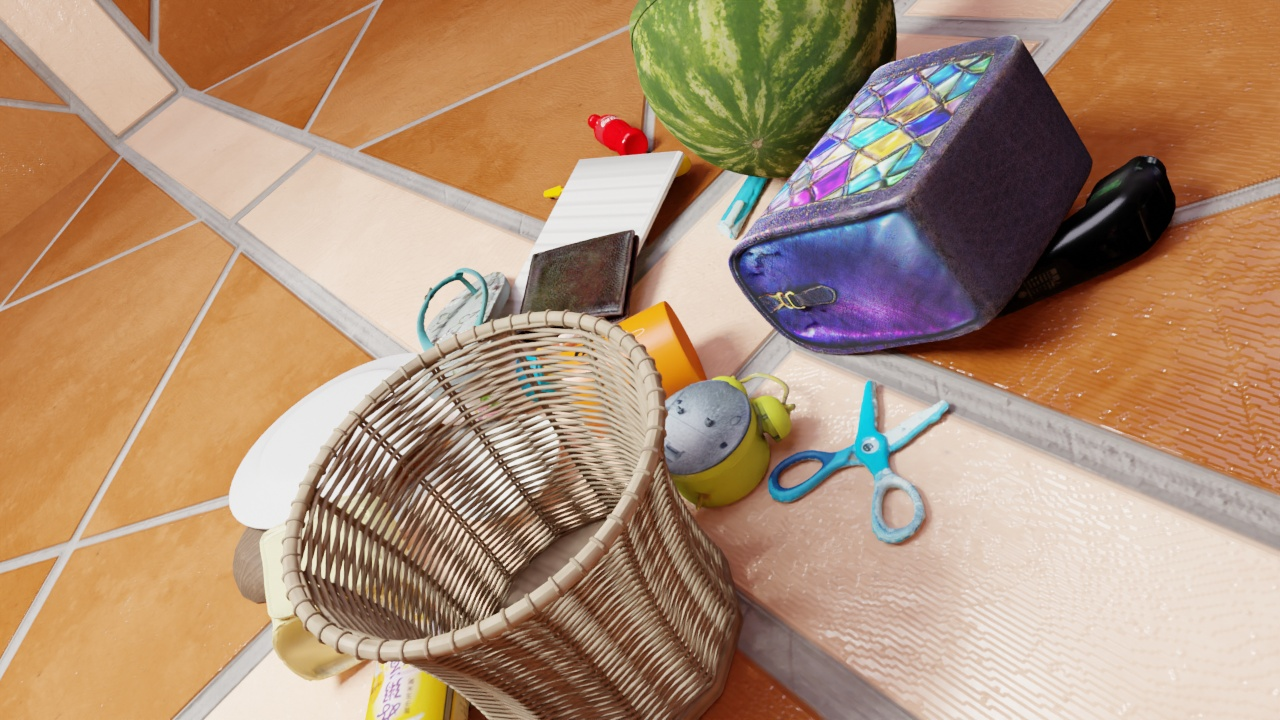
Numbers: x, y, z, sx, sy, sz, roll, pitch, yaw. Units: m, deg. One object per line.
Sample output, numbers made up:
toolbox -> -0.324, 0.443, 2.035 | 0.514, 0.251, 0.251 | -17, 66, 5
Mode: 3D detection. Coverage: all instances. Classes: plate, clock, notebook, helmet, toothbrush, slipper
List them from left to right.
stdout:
plate -> -0.296, 0.066, 0.896 | 0.243, 0.016, 0.242 | -19, 33, 13
slipper -> -0.179, -0.038, 0.871 | 0.098, 0.055, 0.268 | -33, 23, 8
plate -> -0.107, 0.093, 0.757 | 0.104, 0.026, 0.104 | -19, 42, 18
notebook -> -0.051, -0.125, 0.930 | 0.143, 0.009, 0.209 | 6, 63, 40
toothbrush -> -0.030, -0.198, 1.001 | 0.197, 0.030, 0.031 | -4, 73, 35
clock -> 0.058, 0.051, 0.660 | 0.119, 0.057, 0.083 | -46, 39, -14
helmet -> 0.112, -0.280, 0.818 | 0.214, 0.243, 0.246 | -27, 36, 46

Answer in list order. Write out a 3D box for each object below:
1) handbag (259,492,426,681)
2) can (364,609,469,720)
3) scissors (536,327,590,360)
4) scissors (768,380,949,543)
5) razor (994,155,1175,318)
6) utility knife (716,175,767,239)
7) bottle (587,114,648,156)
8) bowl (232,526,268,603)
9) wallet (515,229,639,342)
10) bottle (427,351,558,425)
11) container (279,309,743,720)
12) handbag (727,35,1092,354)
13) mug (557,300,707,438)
handbag -> -0.238, 0.171, 0.727 | 0.111, 0.081, 0.119 | -28, 35, -12
can -> -0.148, 0.229, 0.613 | 0.068, 0.068, 0.104 | -21, 40, 16
scissors -> -0.039, -0.023, 0.780 | 0.064, 0.013, 0.127 | -28, -5, 31
scissors -> 0.144, 0.067, 0.619 | 0.138, 0.011, 0.133 | -13, 46, 27
razor -> 0.299, -0.082, 0.639 | 0.151, 0.054, 0.067 | -34, 28, 11
utility knife -> 0.121, -0.184, 0.893 | 0.022, 0.015, 0.180 | 25, 60, 15
bottle -> -0.031, -0.263, 1.063 | 0.036, 0.036, 0.119 | -38, 38, -5
bowl -> -0.330, 0.162, 0.840 | 0.118, 0.030, 0.117 | -20, 41, 18
wallet -> -0.059, -0.069, 0.867 | 0.120, 0.031, 0.099 | -12, 55, 28
bottle -> -0.120, 0.021, 0.821 | 0.146, 0.051, 0.051 | -16, 42, 22
container -> -0.057, 0.118, 0.550 | 0.227, 0.196, 0.226 | -16, 41, 15
handbag -> 0.183, -0.116, 0.680 | 0.204, 0.125, 0.222 | -51, 23, -20
mug -> -0.004, 0.004, 0.749 | 0.096, 0.077, 0.112 | -26, 8, 10
